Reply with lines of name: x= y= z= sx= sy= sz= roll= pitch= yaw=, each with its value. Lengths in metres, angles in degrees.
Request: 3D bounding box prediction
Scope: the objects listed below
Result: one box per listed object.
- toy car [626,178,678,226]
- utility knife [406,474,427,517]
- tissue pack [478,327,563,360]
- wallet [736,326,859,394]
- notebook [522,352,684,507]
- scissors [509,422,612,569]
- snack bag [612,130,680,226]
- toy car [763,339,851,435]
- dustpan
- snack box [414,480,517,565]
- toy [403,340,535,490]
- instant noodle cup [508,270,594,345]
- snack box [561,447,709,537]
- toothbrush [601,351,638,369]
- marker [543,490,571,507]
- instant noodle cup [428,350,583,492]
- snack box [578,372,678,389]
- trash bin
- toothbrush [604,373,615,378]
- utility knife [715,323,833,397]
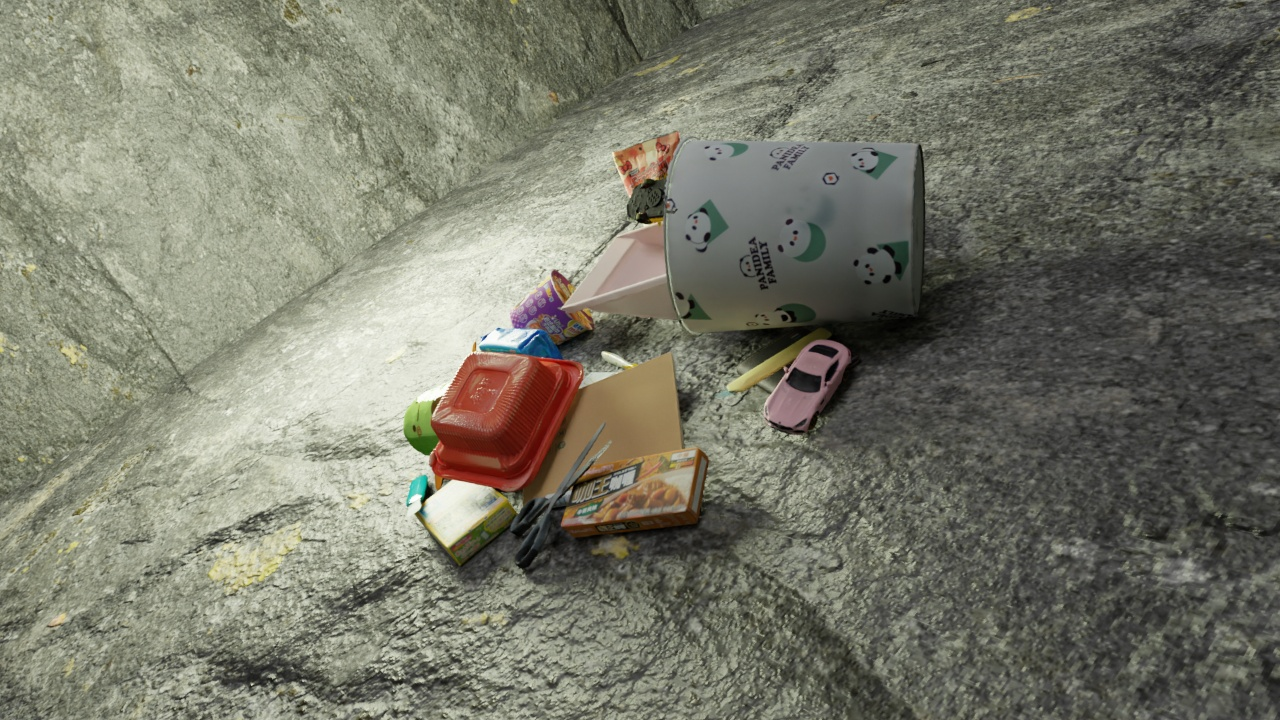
toy car: x=0.042 y=-0.237 z=1.346 sx=0.156 sy=0.041 sz=0.071 roll=0 pitch=75 yaw=44
utility knife: x=-0.286 y=0.172 z=1.168 sx=0.029 sy=0.013 sz=0.205 roll=-29 pitch=9 yaw=-7
tissue pack: x=-0.167 y=0.001 z=1.321 sx=0.157 sy=0.095 sz=0.052 roll=4 pitch=41 yaw=48
wallet: x=0.173 y=0.005 z=1.019 sx=0.096 sy=0.020 sz=0.122 roll=-34 pitch=26 yaw=-9
notebook: x=-0.049 y=0.082 z=1.067 sx=0.208 sy=0.008 sz=0.147 roll=-22 pitch=47 yaw=19
scissors: x=-0.088 y=0.146 z=0.976 sx=0.160 sy=0.014 sz=0.174 roll=-25 pitch=35 yaw=50
snack bag: x=0.042 y=-0.243 z=1.423 sx=0.129 sy=0.208 sz=0.073 roll=-8 pitch=26 yaw=38
toy car: x=0.171 y=0.024 z=0.937 sx=0.056 sy=0.037 sz=0.122 roll=18 pitch=55 yaw=34
dustpan: x=0.043 y=-0.163 z=1.285 sx=0.274 sy=0.139 sz=0.221 roll=10 pitch=39 yaw=14
snack box: x=-0.209 y=0.182 z=1.087 sx=0.086 sy=0.034 sz=0.140 roll=-38 pitch=23 yaw=-19
toy: x=-0.243 y=0.072 z=1.255 sx=0.247 sy=0.090 sz=0.226 roll=-18 pitch=47 yaw=41
instant noodle cup: x=-0.143 y=-0.069 z=1.425 sx=0.099 sy=0.111 sz=0.111 roll=-32 pitch=23 yaw=12
snack box: x=-0.006 y=0.135 z=0.931 sx=0.154 sy=0.026 sz=0.075 roll=-14 pitch=44 yaw=32
toothbrush: x=-0.007 y=0.007 z=1.224 sx=0.018 sy=0.016 sz=0.191 roll=-27 pitch=22 yaw=-21
marker: x=-0.047 y=0.143 z=0.997 sx=0.145 sy=0.017 sz=0.017 roll=-15 pitch=28 yaw=31
instant noodle cup: x=-0.174 y=0.059 z=1.106 sx=0.165 sy=0.079 sz=0.188 roll=4 pitch=57 yaw=32
snack box: x=-0.034 y=0.050 z=1.155 sx=0.157 sy=0.027 sz=0.084 roll=-1 pitch=37 yaw=49
trash bin: x=0.178 y=-0.139 z=1.011 sx=0.252 sy=0.230 sz=0.228 roll=1 pitch=35 yaw=21
toothbrush: x=-0.118 y=0.081 z=1.145 sx=0.221 sy=0.026 sz=0.026 roll=-35 pitch=58 yaw=12
utility knife: x=0.150 y=-0.001 z=1.004 sx=0.164 sy=0.018 sz=0.031 roll=-26 pitch=20 yaw=-20
